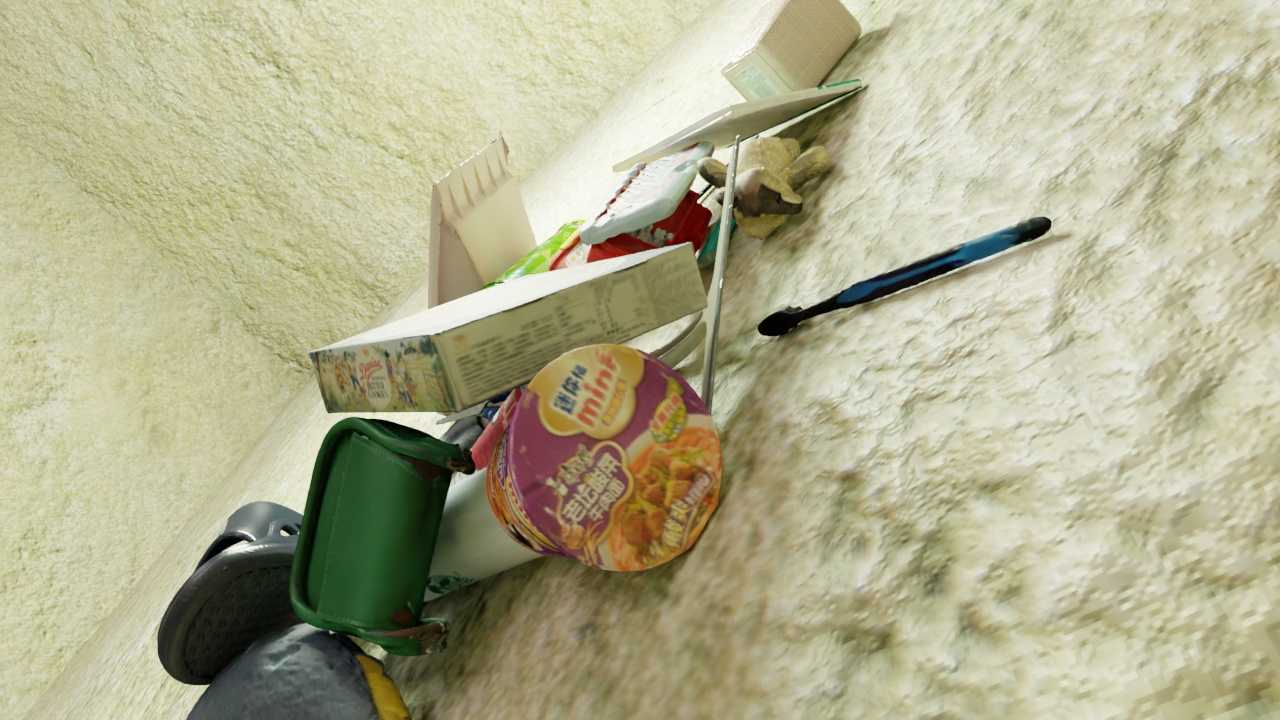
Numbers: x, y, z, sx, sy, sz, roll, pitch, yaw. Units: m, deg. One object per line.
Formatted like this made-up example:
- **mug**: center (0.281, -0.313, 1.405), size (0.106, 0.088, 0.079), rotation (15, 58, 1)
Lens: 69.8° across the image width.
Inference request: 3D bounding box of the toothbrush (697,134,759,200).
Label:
- **toothbrush**: center (0.058, -0.170, 0.941), size (0.189, 0.017, 0.014), rotation (-47, 17, -10)

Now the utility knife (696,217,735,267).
- **utility knife**: center (0.077, -0.120, 0.789), size (0.029, 0.013, 0.160), rotation (-28, 21, 38)

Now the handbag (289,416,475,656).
- **handbag**: center (-0.148, 0.104, 0.548), size (0.120, 0.068, 0.131), rotation (5, 80, 44)

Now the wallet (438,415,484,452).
- **wallet**: center (-0.197, 0.092, 0.929), size (0.097, 0.019, 0.121), rotation (-44, 16, -5)

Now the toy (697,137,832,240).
- **toy**: center (0.098, -0.146, 0.734), size (0.105, 0.066, 0.156), rotation (5, 29, 10)

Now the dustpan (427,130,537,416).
- **dustpan**: center (-0.193, -0.080, 0.991), size (0.139, 0.273, 0.222), rotation (-14, 19, 16)

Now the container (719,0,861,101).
- **container**: center (0.152, -0.322, 0.953), size (0.110, 0.090, 0.090), rotation (-54, 19, -19)

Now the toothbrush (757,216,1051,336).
- **toothbrush**: center (0.130, -0.042, 0.487), size (0.016, 0.014, 0.190), rotation (-28, 4, -39)

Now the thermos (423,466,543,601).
- **thermos**: center (-0.122, 0.121, 0.612), size (0.225, 0.073, 0.073), rotation (-30, 23, 42)

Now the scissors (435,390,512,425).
- **scissors**: center (-0.145, 0.034, 0.871), size (0.128, 0.012, 0.173), rotation (-59, 34, 1)

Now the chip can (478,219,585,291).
- **chip can**: center (-0.094, -0.079, 0.924), size (0.073, 0.072, 0.220), rotation (-35, 9, 29)

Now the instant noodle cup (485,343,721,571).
- **instant noodle cup**: center (-0.029, 0.058, 0.483), size (0.111, 0.111, 0.099), rotation (-55, 11, -28)

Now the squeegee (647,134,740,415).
- **squeegee**: center (-0.004, 0.004, 0.651), size (0.247, 0.039, 0.245), rotation (-36, 36, 46)

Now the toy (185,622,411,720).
- **toy**: center (-0.220, 0.235, 0.558), size (0.358, 0.091, 0.137), rotation (-32, 49, 39)

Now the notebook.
- **notebook**: center (0.084, -0.217, 0.864), size (0.150, 0.012, 0.209), rotation (-19, 6, -29)

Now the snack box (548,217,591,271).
- **snack box**: center (-0.026, -0.084, 0.845), size (0.091, 0.082, 0.080), rotation (-45, 31, 2)

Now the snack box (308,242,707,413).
- **snack box**: center (-0.084, -0.018, 0.560), size (0.177, 0.046, 0.183), rotation (-25, 13, -37)

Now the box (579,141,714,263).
- **box**: center (0.017, -0.134, 0.759), size (0.092, 0.094, 0.200), rotation (-64, -1, 30)

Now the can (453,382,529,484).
- **can**: center (-0.079, 0.053, 0.641), size (0.133, 0.053, 0.053), rotation (-52, 12, 29)

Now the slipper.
- **slipper**: center (-0.273, 0.160, 0.665), size (0.110, 0.083, 0.268), rotation (-53, -11, -6)
